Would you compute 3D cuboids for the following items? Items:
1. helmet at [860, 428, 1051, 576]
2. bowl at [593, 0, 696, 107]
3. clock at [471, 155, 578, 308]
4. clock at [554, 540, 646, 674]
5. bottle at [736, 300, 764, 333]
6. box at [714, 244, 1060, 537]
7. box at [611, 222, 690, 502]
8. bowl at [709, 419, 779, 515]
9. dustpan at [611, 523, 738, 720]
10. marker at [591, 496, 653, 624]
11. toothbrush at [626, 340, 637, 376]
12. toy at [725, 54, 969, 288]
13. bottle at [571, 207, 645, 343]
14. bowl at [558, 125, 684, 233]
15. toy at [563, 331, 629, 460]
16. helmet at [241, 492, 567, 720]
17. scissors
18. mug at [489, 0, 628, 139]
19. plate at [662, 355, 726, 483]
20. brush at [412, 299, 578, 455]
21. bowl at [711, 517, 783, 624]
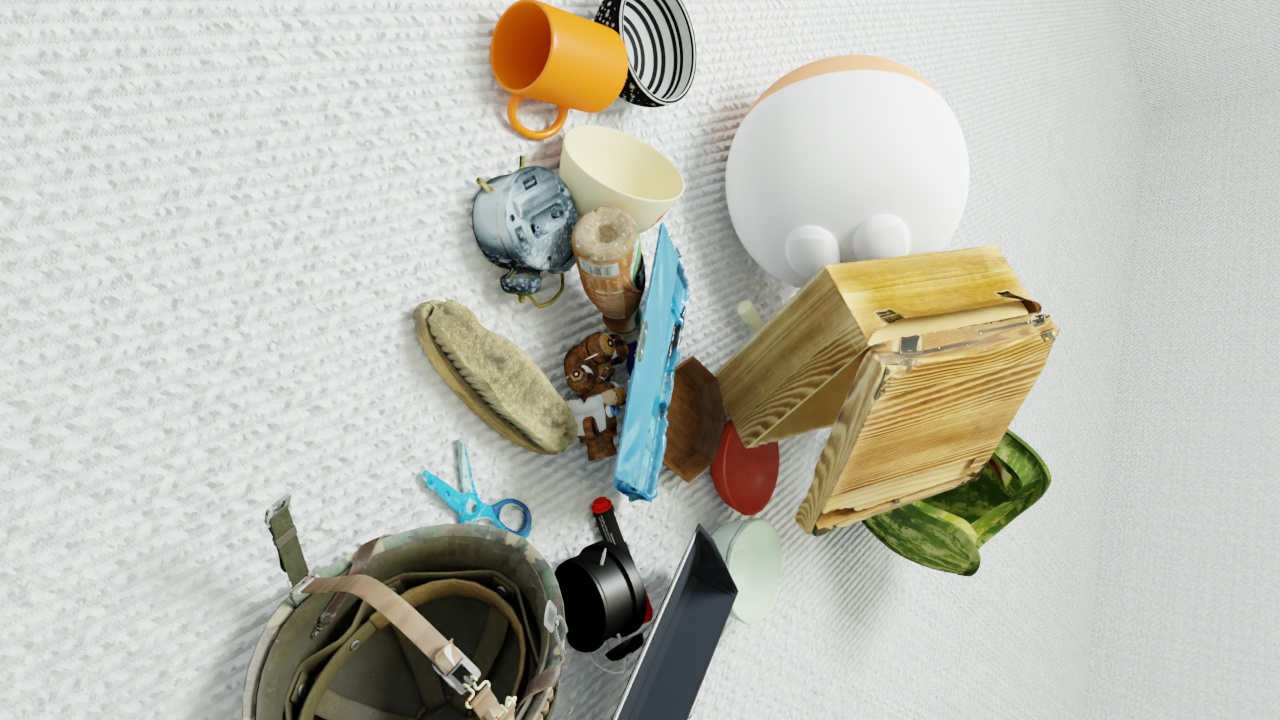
[{"bbox_3d":[0.391,0.158,1.251,0.212,0.247,0.244,-41,164,-18],"label":"helmet"},{"bbox_3d":[-0.006,-0.304,0.893,0.120,0.066,0.120,0,89,-51],"label":"bowl"},{"bbox_3d":[-0.094,-0.108,0.794,0.090,0.052,0.129,-41,120,-44],"label":"clock"},{"bbox_3d":[-0.037,0.226,0.835,0.042,0.091,0.121,-14,96,-40],"label":"clock"},{"bbox_3d":[0.166,-0.009,1.122,0.184,0.045,0.045,50,53,-39],"label":"bottle"},{"bbox_3d":[0.285,0.024,0.984,0.278,0.259,0.220,-9,63,-33],"label":"box"},{"bbox_3d":[0.008,0.008,0.850,0.174,0.033,0.231,64,35,-72],"label":"box"},{"bbox_3d":[0.117,0.118,1.069,0.121,0.035,0.122,1,89,-51],"label":"bowl"},{"bbox_3d":[0.032,0.313,0.896,0.274,0.080,0.235,99,16,-65],"label":"dustpan"},{"bbox_3d":[-0.017,0.199,0.914,0.023,0.021,0.145,-46,124,-50],"label":"marker"},{"bbox_3d":[-0.006,0.005,0.933,0.015,0.016,0.186,-9,96,-53],"label":"toothbrush"},{"bbox_3d":[0.232,-0.214,1.043,0.266,0.263,0.280,66,25,-44],"label":"toy"},{"bbox_3d":[-0.023,-0.069,0.842,0.167,0.059,0.059,79,30,-60],"label":"bottle"},{"bbox_3d":[-0.028,-0.154,0.852,0.117,0.118,0.074,-26,152,-48],"label":"bowl"},{"bbox_3d":[-0.040,0.034,0.853,0.087,0.067,0.112,2,75,-75],"label":"toy"},{"bbox_3d":[-0.149,0.202,0.605,0.223,0.193,0.236,-53,157,-20],"label":"helmet"},{"bbox_3d":[-0.135,0.127,0.777,0.127,0.012,0.137,-14,99,-50],"label":"scissors"},{"bbox_3d":[-0.077,-0.249,0.809,0.095,0.078,0.113,-3,120,-51],"label":"mug"},{"bbox_3d":[0.045,0.063,0.987,0.131,0.025,0.131,1,89,-51],"label":"plate"},{"bbox_3d":[-0.118,0.018,0.771,0.195,0.043,0.059,51,52,-36],"label":"brush"},{"bbox_3d":[0.107,0.233,1.036,0.117,0.061,0.117,1,89,-51],"label":"bowl"}]
